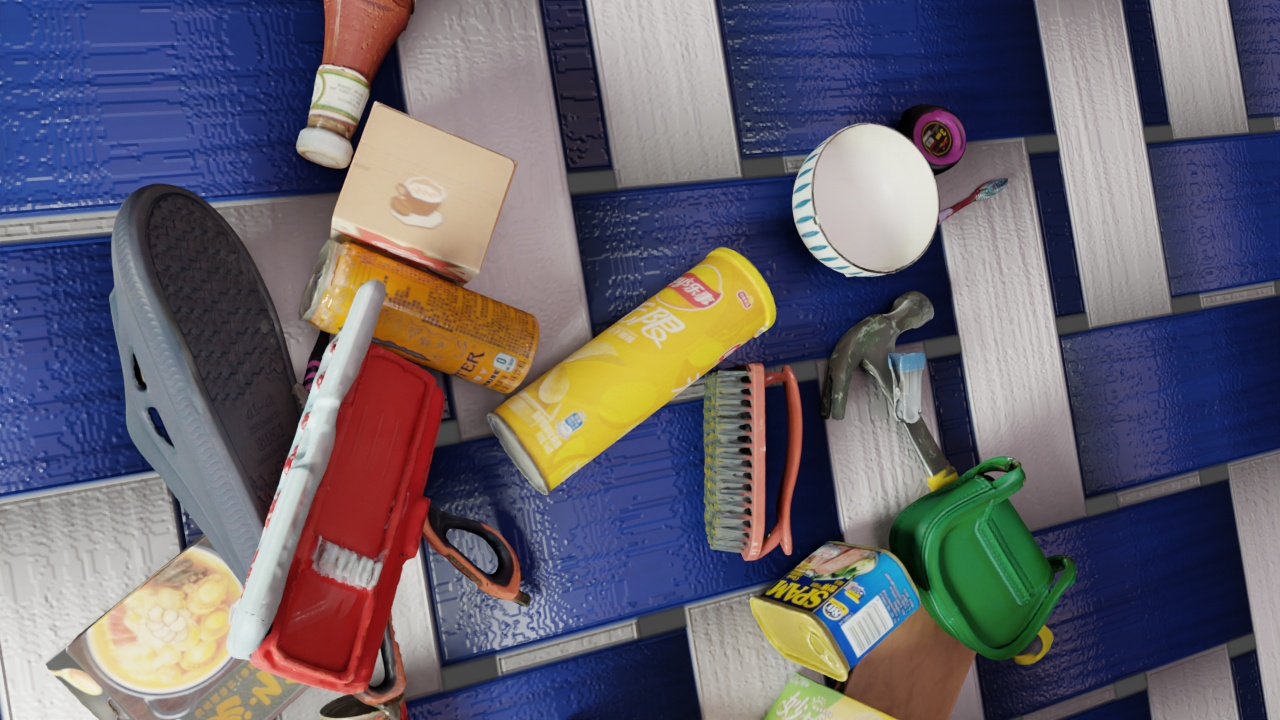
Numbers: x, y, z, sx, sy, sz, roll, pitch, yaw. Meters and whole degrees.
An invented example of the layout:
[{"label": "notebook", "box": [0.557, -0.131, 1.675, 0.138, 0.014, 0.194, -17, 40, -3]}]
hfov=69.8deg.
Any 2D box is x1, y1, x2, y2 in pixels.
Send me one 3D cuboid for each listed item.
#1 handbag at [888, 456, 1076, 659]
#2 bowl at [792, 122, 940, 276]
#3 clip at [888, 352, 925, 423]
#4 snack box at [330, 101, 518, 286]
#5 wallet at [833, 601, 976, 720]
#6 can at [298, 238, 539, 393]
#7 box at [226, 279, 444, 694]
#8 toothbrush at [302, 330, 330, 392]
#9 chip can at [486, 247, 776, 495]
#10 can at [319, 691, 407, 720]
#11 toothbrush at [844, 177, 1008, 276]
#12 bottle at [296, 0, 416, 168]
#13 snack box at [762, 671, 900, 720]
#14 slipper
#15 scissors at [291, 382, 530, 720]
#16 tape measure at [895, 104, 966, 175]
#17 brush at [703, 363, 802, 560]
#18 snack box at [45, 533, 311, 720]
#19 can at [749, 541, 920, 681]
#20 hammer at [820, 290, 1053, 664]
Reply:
[{"label": "handbag", "box": [0.266, 0.152, 0.706, 0.120, 0.068, 0.131, -37, 101, -6]}, {"label": "bowl", "box": [0.168, -0.121, 0.723, 0.116, 0.066, 0.116, 2, 86, -21]}, {"label": "clip", "box": [0.210, 0.022, 0.722, 0.026, 0.043, 0.058, -5, 92, -23]}, {"label": "snack box", "box": [-0.143, -0.101, 0.594, 0.092, 0.094, 0.077, 20, 80, -18]}, {"label": "wallet", "box": [0.220, 0.243, 0.742, 0.101, 0.020, 0.115, 33, 80, -15]}, {"label": "can", "box": [-0.141, -0.027, 0.598, 0.146, 0.058, 0.058, 21, 80, -27]}, {"label": "box", "box": [-0.169, 0.070, 0.509, 0.074, 0.155, 0.200, 3, 59, 10]}, {"label": "toothbrush", "box": [-0.217, 0.024, 0.602, 0.014, 0.018, 0.189, 11, 84, -9]}, {"label": "chip can", "box": [-0.004, 0.004, 0.652, 0.213, 0.072, 0.072, -36, 99, -17]}, {"label": "can", "box": [-0.169, 0.283, 0.584, 0.053, 0.053, 0.132, -7, 89, -20]}, {"label": "toothbrush", "box": [0.243, -0.114, 0.776, 0.187, 0.017, 0.016, -29, 96, -20]}, {"label": "bottle", "box": [-0.183, -0.229, 0.608, 0.059, 0.060, 0.206, 16, 82, -18]}, {"label": "snack box", "box": [0.191, 0.310, 0.630, 0.157, 0.210, 0.070, 44, 72, -13]}, {"label": "slipper", "box": [-0.256, 0.034, 0.536, 0.083, 0.110, 0.268, -16, 101, 8]}, {"label": "scissors", "box": [-0.154, 0.111, 0.586, 0.225, 0.015, 0.188, 47, 47, -22]}, {"label": "tape measure", "box": [0.239, -0.182, 0.768, 0.058, 0.039, 0.057, 21, 80, -13]}, {"label": "brush", "box": [0.085, 0.076, 0.683, 0.069, 0.063, 0.146, 0, 88, -7]}, {"label": "snack box", "box": [-0.271, 0.183, 0.558, 0.125, 0.053, 0.113, -43, 101, -22]}, {"label": "can", "box": [0.143, 0.180, 0.679, 0.083, 0.102, 0.057, -33, 98, -22]}, {"label": "hammer", "box": [0.253, 0.111, 0.759, 0.126, 0.032, 0.323, -32, 98, -19]}]
